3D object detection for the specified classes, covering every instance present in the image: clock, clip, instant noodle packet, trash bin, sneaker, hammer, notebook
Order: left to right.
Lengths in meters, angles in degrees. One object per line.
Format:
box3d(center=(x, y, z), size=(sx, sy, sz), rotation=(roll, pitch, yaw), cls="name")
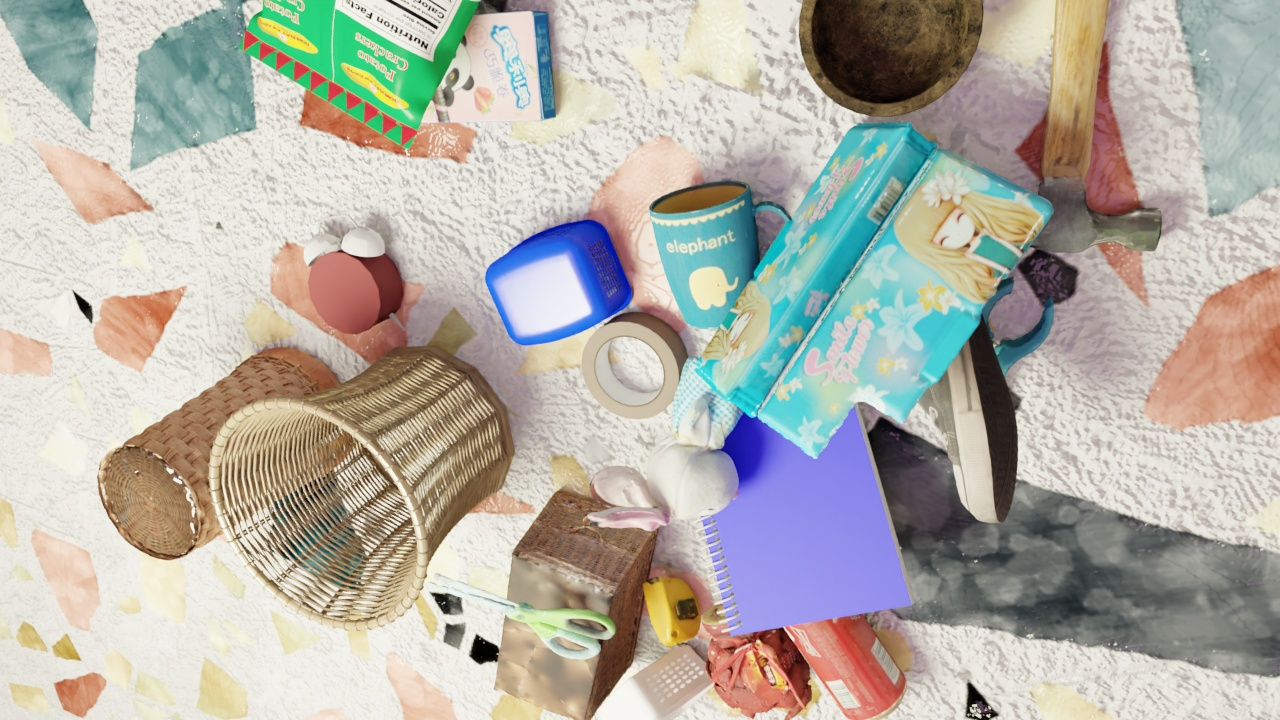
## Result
box3d(center=(-0.414, 0.090, 0.930), size=(0.151, 0.209, 0.151), rotation=(8, 113, 19), cls="trash bin")
box3d(center=(-0.282, -0.081, 0.902), size=(0.087, 0.044, 0.124), rotation=(-5, 108, 24), cls="clock")
box3d(center=(-0.200, -0.323, 0.729), size=(0.195, 0.090, 0.253), rotation=(32, 99, 17), cls="instant noodle packet")
box3d(center=(0.121, 0.119, 0.788), size=(0.172, 0.022, 0.209), rotation=(-19, 79, 27), cls="notebook")
box3d(center=(0.199, 0.014, 0.686), size=(0.120, 0.095, 0.234), rotation=(-25, 75, 32), cls="sneaker")
box3d(center=(0.261, -0.013, 0.721), size=(0.113, 0.028, 0.127), rotation=(36, 120, 3), cls="clip")
box3d(center=(0.293, -0.236, 0.615), size=(0.132, 0.033, 0.331), rotation=(5, 111, 21), cls="hammer")

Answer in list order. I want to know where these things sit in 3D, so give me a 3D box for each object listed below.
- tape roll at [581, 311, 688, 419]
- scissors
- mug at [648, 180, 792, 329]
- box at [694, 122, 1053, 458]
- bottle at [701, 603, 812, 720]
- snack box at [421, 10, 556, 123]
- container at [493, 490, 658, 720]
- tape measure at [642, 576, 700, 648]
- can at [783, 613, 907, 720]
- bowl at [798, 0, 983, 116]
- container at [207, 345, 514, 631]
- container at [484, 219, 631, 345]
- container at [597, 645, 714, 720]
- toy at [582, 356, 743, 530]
box3d(center=(-0.005, 0.005, 0.831), size=(0.094, 0.030, 0.094), rotation=(8, 113, 19), cls="tape roll")
box3d(center=(-0.102, 0.216, 0.797), size=(0.175, 0.033, 0.072), rotation=(25, 128, -22), cls="scissors")
box3d(center=(0.071, -0.085, 0.738), size=(0.112, 0.084, 0.104), rotation=(-7, 114, 13), cls="mug")
box3d(center=(0.143, -0.052, 0.640), size=(0.227, 0.074, 0.181), rotation=(-57, 41, 6), cls="box")
box3d(center=(0.108, 0.282, 0.856), size=(0.099, 0.098, 0.111), rotation=(-20, 93, 27), cls="bottle")
box3d(center=(-0.149, -0.250, 0.786), size=(0.154, 0.033, 0.088), rotation=(5, 112, 20), cls="snack box")
box3d(center=(-0.065, 0.245, 0.906), size=(0.114, 0.112, 0.199), rotation=(17, 117, 15), cls="container")
box3d(center=(0.035, 0.245, 0.894), size=(0.030, 0.058, 0.068), rotation=(-27, 66, 31), cls="tape measure")
box3d(center=(0.173, 0.246, 0.835), size=(0.067, 0.067, 0.170), rotation=(-31, 97, 29), cls="can")
box3d(center=(0.177, -0.237, 0.645), size=(0.121, 0.056, 0.121), rotation=(8, 113, 19), cls="bowl")
box3d(center=(-0.249, 0.105, 0.875), size=(0.227, 0.195, 0.227), rotation=(8, 113, 19), cls="container")
box3d(center=(-0.077, -0.066, 0.816), size=(0.114, 0.058, 0.096), rotation=(-17, 103, 27), cls="container")
box3d(center=(0.016, 0.331, 0.906), size=(0.049, 0.129, 0.081), rotation=(50, 122, 21), cls="container")
box3d(center=(0.049, 0.070, 0.780), size=(0.105, 0.131, 0.205), rotation=(36, 96, -9), cls="toy")
